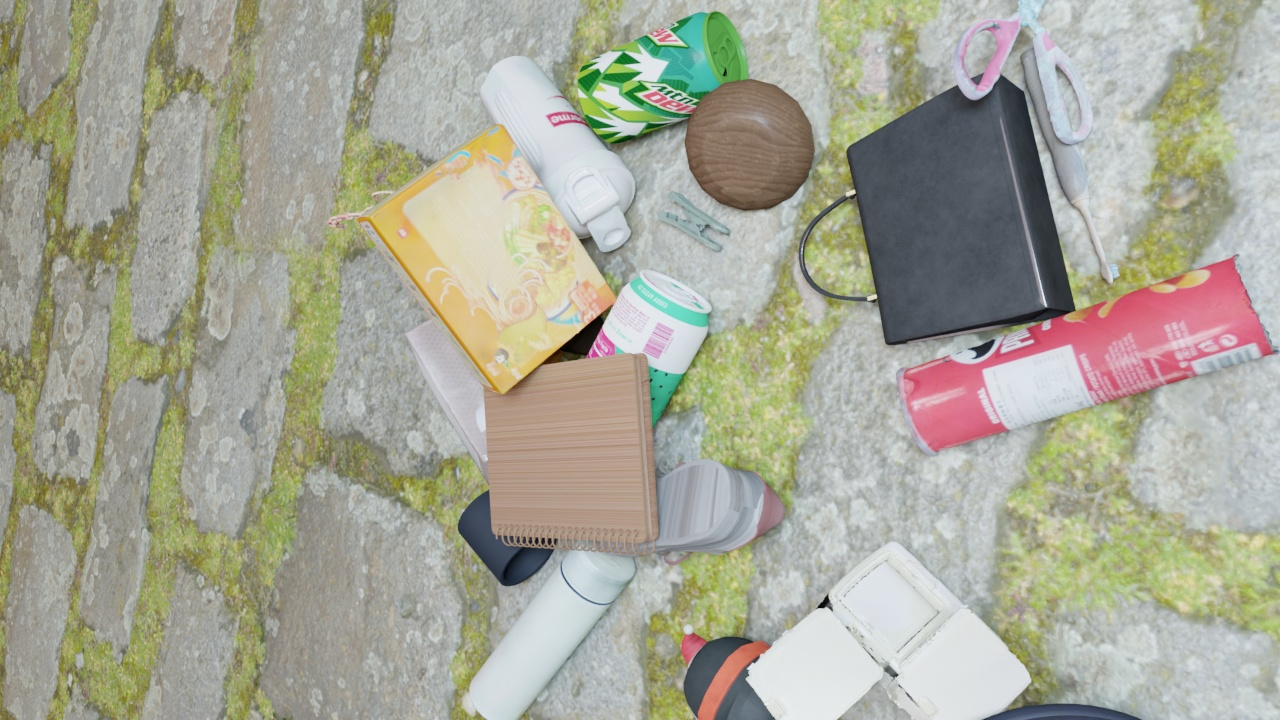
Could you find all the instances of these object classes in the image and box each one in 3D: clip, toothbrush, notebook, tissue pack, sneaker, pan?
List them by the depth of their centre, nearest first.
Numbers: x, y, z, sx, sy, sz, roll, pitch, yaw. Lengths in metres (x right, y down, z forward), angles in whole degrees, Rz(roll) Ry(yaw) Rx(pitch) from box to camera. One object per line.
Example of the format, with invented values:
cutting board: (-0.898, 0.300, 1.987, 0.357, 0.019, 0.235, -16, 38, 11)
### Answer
pan: (0.346, 0.274, 0.604, 0.357, 0.021, 0.199, -29, 108, 17)
toothbrush: (0.316, -0.144, 0.675, 0.022, 0.024, 0.185, 136, 122, -70)
sneaker: (0.039, 0.139, 0.832, 0.237, 0.089, 0.099, -15, 58, 58)
notebook: (-0.070, 0.087, 0.834, 0.211, 0.022, 0.169, -8, 85, 44)
clip: (0.051, -0.129, 0.863, 0.076, 0.023, 0.047, 38, 111, 32)
tissue pack: (-0.180, 0.041, 0.984, 0.181, 0.071, 0.104, 57, 163, 24)

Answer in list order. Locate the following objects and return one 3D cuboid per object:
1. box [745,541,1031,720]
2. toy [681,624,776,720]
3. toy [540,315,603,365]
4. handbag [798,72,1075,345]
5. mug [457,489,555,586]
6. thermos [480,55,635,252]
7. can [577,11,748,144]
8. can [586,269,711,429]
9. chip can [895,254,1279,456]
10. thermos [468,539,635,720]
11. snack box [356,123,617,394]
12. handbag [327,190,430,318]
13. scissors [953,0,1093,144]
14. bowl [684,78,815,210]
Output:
box: (0.186, 0.206, 0.639, 0.143, 0.193, 0.101, 44, 140, 23)
toy: (0.084, 0.285, 0.787, 0.119, 0.097, 0.099, 27, 87, 41)
toy: (-0.083, -0.017, 0.933, 0.076, 0.062, 0.100, 35, 95, -7)
handbag: (0.212, -0.100, 0.725, 0.196, 0.072, 0.175, -16, 80, 38)
mug: (-0.129, 0.171, 0.961, 0.105, 0.071, 0.077, -48, 61, -1)
thermos: (-0.087, -0.212, 0.921, 0.099, 0.099, 0.220, -47, 60, 25)
can: (0.020, -0.261, 0.851, 0.144, 0.083, 0.083, -11, 82, 35)
can: (-0.005, 0.005, 0.859, 0.088, 0.088, 0.166, 39, 110, 30)
chip can: (0.305, 0.001, 0.649, 0.234, 0.073, 0.073, -23, 76, 32)
thermos: (-0.092, 0.272, 0.928, 0.068, 0.067, 0.230, 46, 113, 27)
snack box: (-0.138, -0.092, 0.838, 0.195, 0.145, 0.081, 56, 161, -21)
handbag: (-0.222, -0.093, 0.951, 0.199, 0.186, 0.116, -3, 87, 47)
scissors: (0.288, -0.229, 0.663, 0.172, 0.158, 0.014, -57, 14, -24)
bowl: (0.090, -0.182, 0.798, 0.118, 0.030, 0.118, 10, 121, 18)
